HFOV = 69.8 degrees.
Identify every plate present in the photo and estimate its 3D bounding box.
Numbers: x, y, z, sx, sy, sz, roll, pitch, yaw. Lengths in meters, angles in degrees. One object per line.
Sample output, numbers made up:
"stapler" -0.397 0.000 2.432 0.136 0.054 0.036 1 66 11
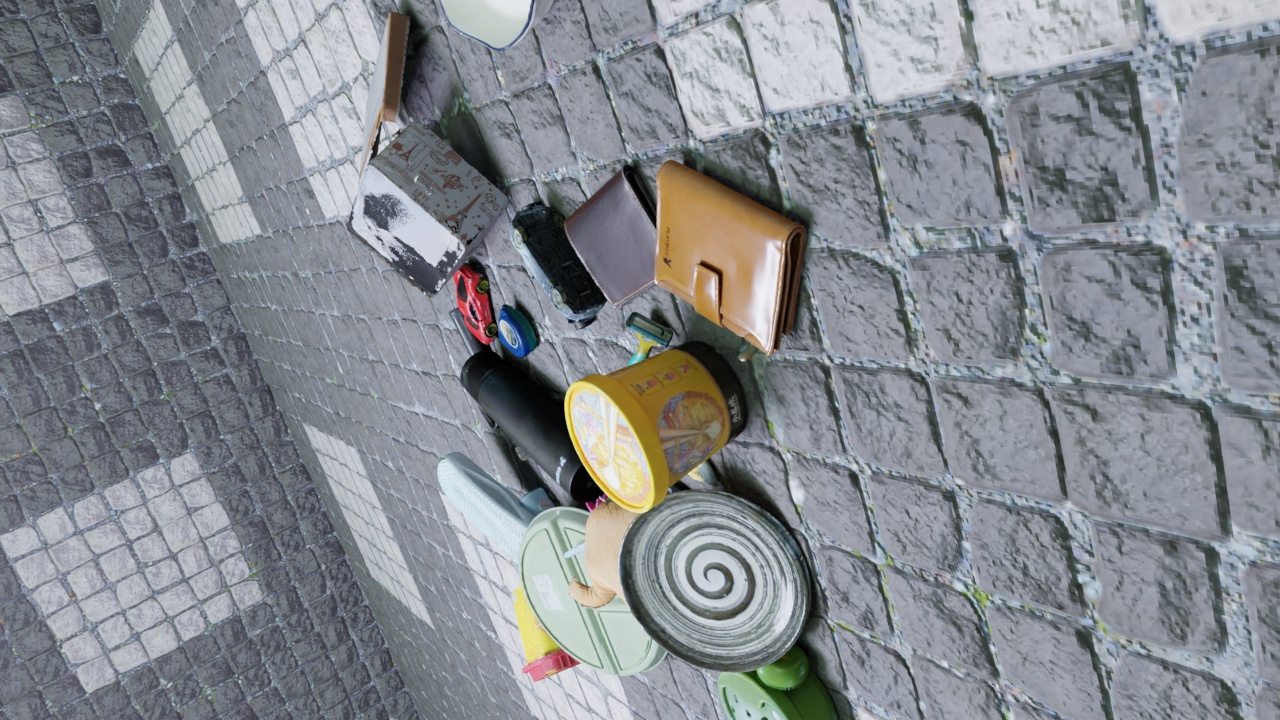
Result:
"plate" -0.126 -0.354 0.727 0.205 0.045 0.205 38 144 35
"plate" -0.062 0.283 1.102 0.230 0.027 0.230 17 120 31
"plate" 0.067 0.195 0.824 0.180 0.024 0.179 7 108 21

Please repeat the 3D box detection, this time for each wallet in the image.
"wallet" 0.061 -0.072 0.677 0.131 0.035 0.119 35 135 37
"wallet" -0.016 -0.101 0.789 0.096 0.020 0.123 59 150 -3

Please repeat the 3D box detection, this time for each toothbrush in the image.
"toothbrush" -0.186 0.030 1.163 0.026 0.027 0.212 -55 -59 -79

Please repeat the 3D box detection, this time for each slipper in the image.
"slipper" -0.164 0.202 1.214 0.245 0.074 0.104 38 140 9

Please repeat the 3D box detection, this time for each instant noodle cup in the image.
"instant noodle cup" -0.114 0.355 1.245 0.123 0.116 0.116 67 153 17
"instant noodle cup" 0.016 0.048 0.762 0.118 0.114 0.119 38 143 36

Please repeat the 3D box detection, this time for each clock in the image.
"clock" 0.125 0.315 0.870 0.116 0.056 0.161 -10 106 59

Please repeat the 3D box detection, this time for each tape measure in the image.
"tape measure" -0.138 -0.031 1.037 0.054 0.025 0.058 43 149 29

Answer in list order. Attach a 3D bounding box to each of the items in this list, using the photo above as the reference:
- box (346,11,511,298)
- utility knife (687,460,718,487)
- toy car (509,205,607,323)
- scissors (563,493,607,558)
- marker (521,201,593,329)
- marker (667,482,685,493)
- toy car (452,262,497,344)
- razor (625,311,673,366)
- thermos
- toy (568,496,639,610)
"box" -0.256 -0.210 0.989 0.271 0.132 0.180 66 152 5
"utility knife" 0.008 0.085 0.915 0.208 0.021 0.031 21 126 56
"toy car" -0.078 -0.091 0.859 0.120 0.054 0.037 57 149 11
"scissors" -0.035 0.196 1.022 0.132 0.017 0.133 5 98 30
"marker" -0.080 -0.093 0.899 0.022 0.020 0.132 -22 94 32
"marker" 0.036 0.130 0.902 0.124 0.015 0.018 36 138 42
"toy car" -0.200 -0.066 1.103 0.049 0.031 0.106 34 143 42
"razor" -0.005 0.005 0.849 0.043 0.028 0.133 25 141 2
"thermos" -0.121 0.077 1.057 0.242 0.068 0.090 36 134 41
"toy" -0.010 0.207 0.955 0.227 0.082 0.143 -21 83 54
